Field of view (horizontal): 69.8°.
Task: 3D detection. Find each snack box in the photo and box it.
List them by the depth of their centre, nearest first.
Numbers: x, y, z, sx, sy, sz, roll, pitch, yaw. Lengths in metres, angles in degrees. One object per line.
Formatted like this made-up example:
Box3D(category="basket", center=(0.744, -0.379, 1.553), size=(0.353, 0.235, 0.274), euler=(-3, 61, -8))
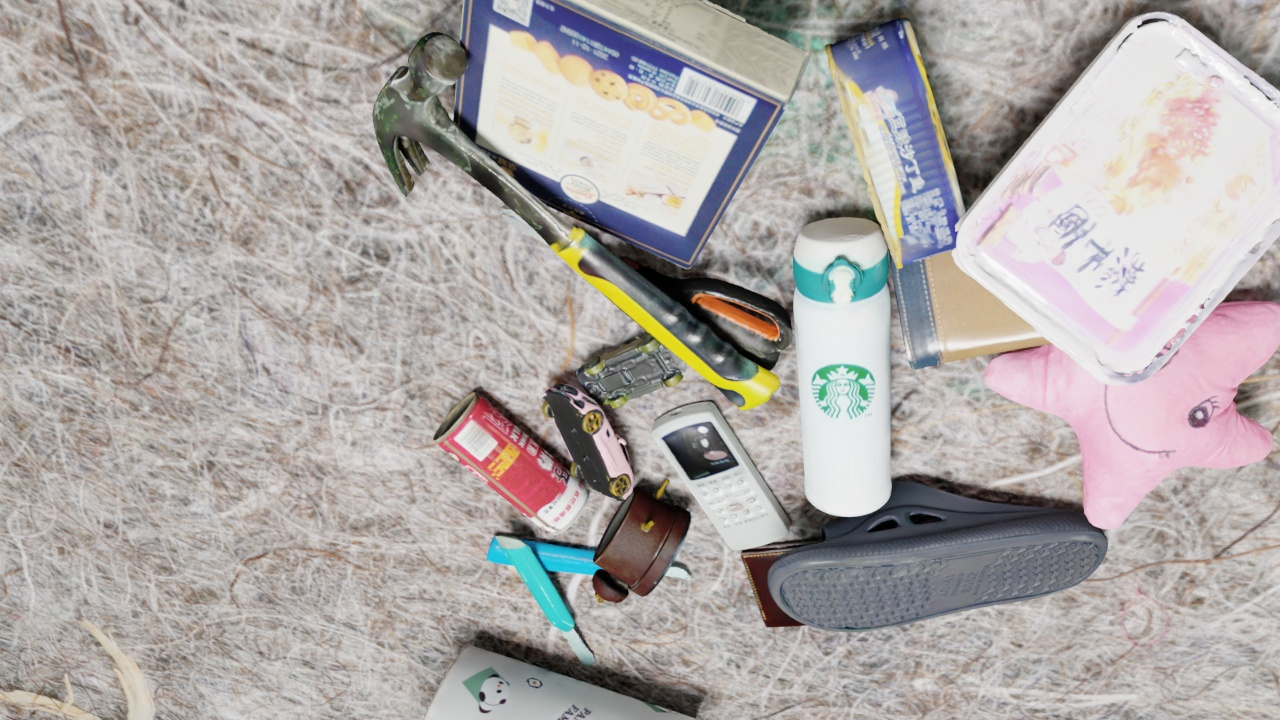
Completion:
Box3D(category="snack box", center=(-0.019, -0.148, 0.549), size=(0.178, 0.045, 0.183), euler=(24, 154, -4))

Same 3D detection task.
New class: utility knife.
Box3D(category="utility knife", center=(-0.049, 0.187, 0.849), size=(0.194, 0.018, 0.034), euler=(6, 135, 8))
Box3D(category="utility knife", center=(-0.086, 0.236, 0.883), size=(0.029, 0.013, 0.223), euler=(-8, 130, 17))

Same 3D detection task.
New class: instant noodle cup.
Box3D(category="instant noodle cup", center=(0.274, -0.088, 0.522), size=(0.138, 0.060, 0.173), euler=(39, 98, 1))

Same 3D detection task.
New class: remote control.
Box3D(category="remote control", center=(0.068, 0.099, 0.760), size=(0.058, 0.021, 0.150), euler=(-22, 117, 25))

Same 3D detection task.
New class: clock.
Box3D(category="clock", center=(-0.005, 0.160, 0.783), size=(0.055, 0.081, 0.122), euler=(31, 124, -4))

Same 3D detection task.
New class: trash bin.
Box3D(category="trash bin", center=(-0.092, 0.414, 0.902), size=(0.252, 0.228, 0.230), euler=(21, 126, 5))

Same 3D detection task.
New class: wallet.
Box3D(category="wallet", center=(0.224, -0.047, 0.593), size=(0.115, 0.033, 0.090), euler=(-11, 86, 28))
Box3D(category="wallet", center=(0.158, 0.197, 0.810), size=(0.122, 0.020, 0.096), euler=(-10, 116, 20))

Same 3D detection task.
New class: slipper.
Box3D(category="slipper", center=(0.228, 0.150, 0.733), size=(0.268, 0.083, 0.111), euler=(-6, 133, -4))

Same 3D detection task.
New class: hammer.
Box3D(category="hammer", center=(-0.035, -0.069, 0.603), size=(0.323, 0.031, 0.126), euler=(38, 151, -21))

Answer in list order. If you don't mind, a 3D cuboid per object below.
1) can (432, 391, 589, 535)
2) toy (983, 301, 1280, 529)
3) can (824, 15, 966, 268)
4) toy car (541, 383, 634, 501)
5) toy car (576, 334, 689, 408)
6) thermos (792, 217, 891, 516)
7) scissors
Box3D(category="can", center=(-0.107, 0.088, 0.772), size=(0.132, 0.053, 0.053), euler=(42, 122, -17))
Box3D(category="toy", center=(0.334, 0.006, 0.603), size=(0.179, 0.074, 0.194), euler=(-35, 100, 18))
Box3D(category="can", center=(0.157, -0.128, 0.551), size=(0.049, 0.074, 0.148), euler=(-17, 119, 20))
Box3D(category="toy car", center=(-0.039, 0.065, 0.744), size=(0.056, 0.037, 0.122), euler=(16, 140, 40))
Box3D(category="toy car", center=(-0.004, 0.004, 0.701), size=(0.091, 0.035, 0.042), euler=(-21, 119, 29))
Box3D(category="thermos", center=(0.143, 0.007, 0.648), size=(0.073, 0.073, 0.224), euler=(-1, 124, 13))
Box3D(category="scissors", center=(-0.002, -0.047, 0.670), size=(0.235, 0.021, 0.143), euler=(17, 150, 20))
